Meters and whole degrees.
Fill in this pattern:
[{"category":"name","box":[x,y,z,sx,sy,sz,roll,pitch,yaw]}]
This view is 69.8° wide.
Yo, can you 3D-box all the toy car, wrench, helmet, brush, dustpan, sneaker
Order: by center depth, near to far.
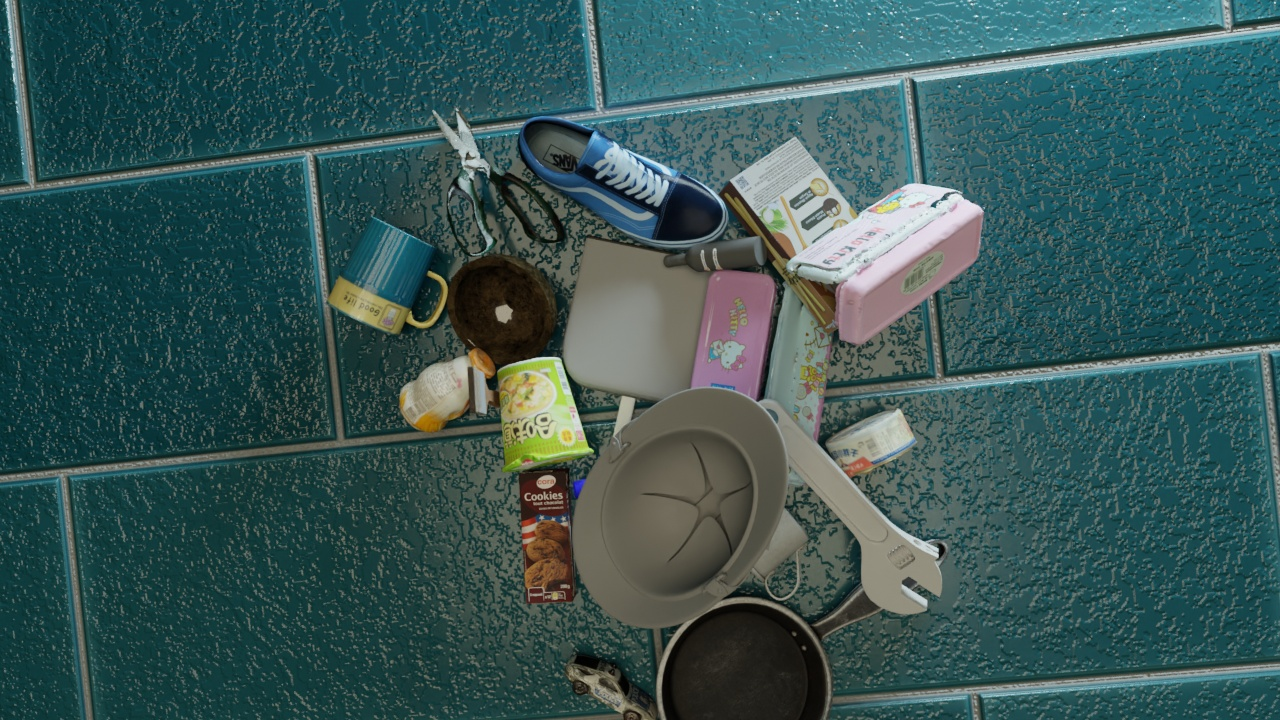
[{"category":"helmet","box":[0.058,0.137,0.892,0.272,0.117,0.183,-48,66,25]},{"category":"wrench","box":[0.202,0.150,0.930,0.273,0.018,0.087,46,117,-3]},{"category":"brush","box":[-0.158,0.038,0.952,0.008,0.143,0.045,-5,81,3]},{"category":"sneaker","box":[-0.022,-0.186,0.961,0.241,0.098,0.083,25,89,4]},{"category":"toy car","box":[-0.029,0.353,0.991,0.113,0.048,0.040,30,96,2]},{"category":"dustpan","box":[-0.006,0.006,0.999,0.163,0.033,0.257,12,83,3]}]

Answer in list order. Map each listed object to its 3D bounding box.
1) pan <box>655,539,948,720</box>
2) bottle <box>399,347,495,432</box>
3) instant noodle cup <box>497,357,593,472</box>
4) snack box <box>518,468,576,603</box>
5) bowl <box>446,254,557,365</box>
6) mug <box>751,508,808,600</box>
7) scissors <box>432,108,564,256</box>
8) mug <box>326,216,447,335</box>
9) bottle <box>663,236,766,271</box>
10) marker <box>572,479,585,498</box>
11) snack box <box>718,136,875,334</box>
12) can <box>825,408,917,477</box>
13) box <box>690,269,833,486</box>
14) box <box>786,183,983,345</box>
[{"category":"pan","box":[0.178,0.297,0.975,0.356,0.055,0.187,-34,87,-9]},{"category":"bottle","box":[-0.206,0.030,0.987,0.109,0.063,0.063,-34,88,19]},{"category":"instant noodle cup","box":[-0.108,0.057,0.978,0.099,0.099,0.108,-13,81,4]},{"category":"snack box","box":[-0.101,0.191,1.004,0.051,0.031,0.141,-3,90,4]},{"category":"bowl","box":[-0.141,-0.061,0.987,0.121,0.056,0.121,8,116,16]},{"category":"mug","box":[0.134,0.189,0.958,0.070,0.084,0.113,-41,78,1]},{"category":"scissors","box":[-0.154,-0.197,1.000,0.146,0.015,0.209,-1,63,-31]},{"category":"mug","box":[-0.265,-0.085,0.999,0.113,0.083,0.107,26,89,-25]},{"category":"bottle","box":[0.074,-0.109,0.959,0.113,0.030,0.030,-3,90,33]},{"category":"marker","box":[-0.001,0.127,0.984,0.141,0.020,0.020,-9,89,-12]},{"category":"snack box","box":[0.179,-0.132,0.959,0.100,0.032,0.186,-37,87,-24]},{"category":"can","box":[0.238,0.086,0.951,0.086,0.086,0.043,-26,86,4]},{"category":"box","box":[0.128,0.016,0.961,0.150,0.049,0.214,11,83,-6]},{"category":"box","box":[0.246,-0.108,0.932,0.201,0.087,0.103,-33,47,-24]}]
